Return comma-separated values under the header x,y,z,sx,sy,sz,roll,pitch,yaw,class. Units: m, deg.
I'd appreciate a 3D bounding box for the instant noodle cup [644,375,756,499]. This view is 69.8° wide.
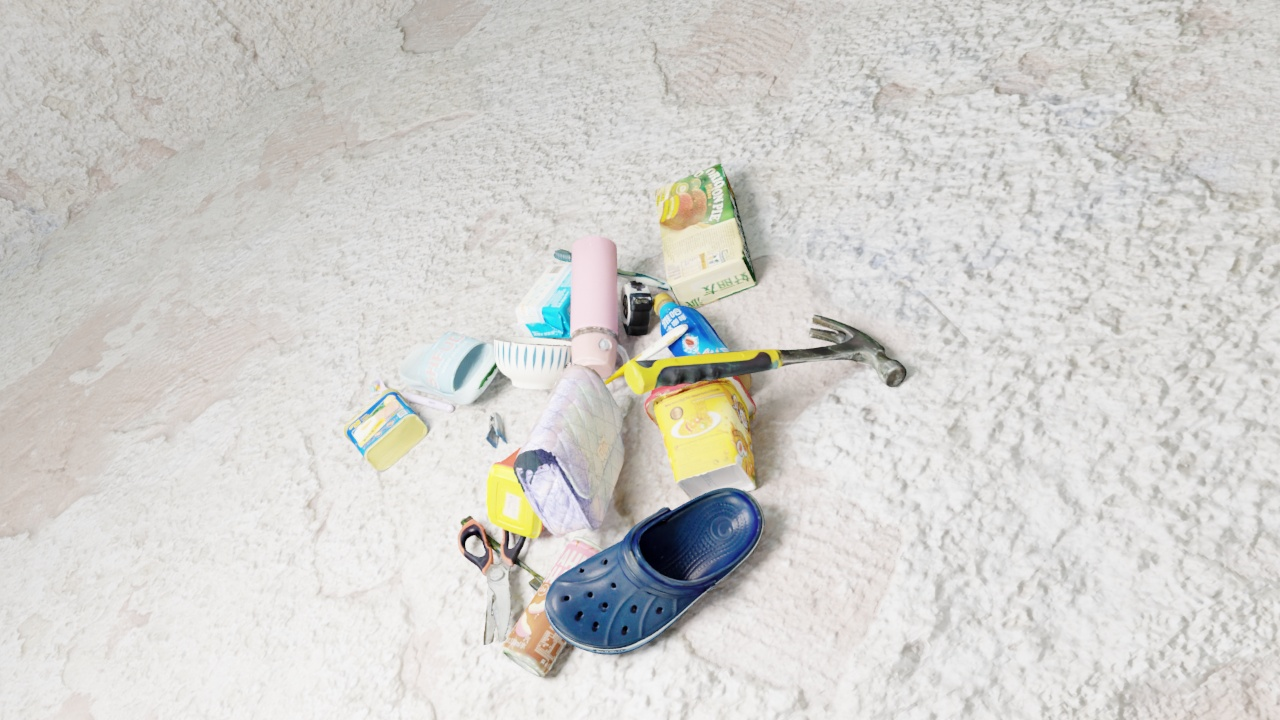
x,y,z,sx,sy,sz,roll,pitch,yaw,class
0.076,0.089,1.050,0.116,0.116,0.123,-19,54,15,instant noodle cup

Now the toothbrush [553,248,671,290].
x,y,z,sx,sy,sz,roll,pitch,yaw,class
-0.038,-0.133,1.342,0.192,0.018,0.016,16,54,8,toothbrush

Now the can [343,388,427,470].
x,y,z,sx,sy,sz,roll,pitch,yaw,class
-0.376,0.103,1.354,0.102,0.057,0.083,-42,44,-11,can

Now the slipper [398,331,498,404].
x,y,z,sx,sy,sz,roll,pitch,yaw,class
-0.293,0.001,1.373,0.246,0.074,0.103,5,52,47,slipper

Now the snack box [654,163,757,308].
x,y,z,sx,sy,sz,roll,pitch,yaw,class
0.091,-0.183,1.338,0.114,0.063,0.239,-20,42,13,snack box

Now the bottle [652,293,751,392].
x,y,z,sx,sy,sz,roll,pitch,yaw,class
0.069,-0.023,1.192,0.065,0.065,0.218,-34,40,-2,bottle

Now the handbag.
x,y,z,sx,sy,sz,roll,pitch,yaw,class
-0.075,0.104,1.078,0.076,0.134,0.193,-17,25,20,handbag

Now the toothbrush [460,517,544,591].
x,y,z,sx,sy,sz,roll,pitch,yaw,class
-0.172,0.237,1.126,0.017,0.012,0.186,-37,39,-26,toothbrush

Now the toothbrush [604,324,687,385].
x,y,z,sx,sy,sz,roll,pitch,yaw,class
-0.007,0.007,1.200,0.192,0.018,0.016,-36,44,29,toothbrush

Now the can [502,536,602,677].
x,y,z,sx,sy,sz,roll,pitch,yaw,class
-0.090,0.269,1.008,0.058,0.058,0.147,11,57,39,can

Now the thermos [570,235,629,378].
x,y,z,sx,sy,sz,roll,pitch,yaw,class
-0.055,-0.070,1.272,0.067,0.087,0.198,-36,49,48,thermos

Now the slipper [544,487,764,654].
x,y,z,sx,sy,sz,roll,pitch,yaw,class
0.020,0.216,0.948,0.252,0.095,0.105,-29,67,-7,slipper

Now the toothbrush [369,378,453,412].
x,y,z,sx,sy,sz,roll,pitch,yaw,class
-0.352,0.056,1.412,0.189,0.021,0.029,11,71,37,toothbrush

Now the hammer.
x,y,z,sx,sy,sz,roll,pitch,yaw,class
0.133,0.000,1.023,0.322,0.032,0.126,-6,34,-25,hammer

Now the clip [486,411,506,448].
x,y,z,sx,sy,sz,roll,pitch,yaw,class
-0.202,0.095,1.278,0.041,0.026,0.058,-30,40,15,clip

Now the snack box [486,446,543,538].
x,y,z,sx,sy,sz,roll,pitch,yaw,class
-0.137,0.156,1.114,0.082,0.091,0.079,17,30,16,snack box

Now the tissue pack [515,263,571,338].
x,y,z,sx,sy,sz,roll,pitch,yaw,class
-0.116,-0.089,1.372,0.090,0.063,0.139,3,45,34,tissue pack

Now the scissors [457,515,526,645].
x,y,z,sx,sy,sz,roll,pitch,yaw,class
-0.181,0.249,1.087,0.197,0.015,0.204,11,42,33,scissors

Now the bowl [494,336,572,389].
x,y,z,sx,sy,sz,roll,pitch,yaw,class
-0.148,0.004,1.284,0.117,0.116,0.066,9,97,38,bowl

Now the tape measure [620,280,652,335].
x,y,z,sx,sy,sz,roll,pitch,yaw,class
-0.006,-0.077,1.289,0.033,0.066,0.066,-1,42,-14,tape measure
